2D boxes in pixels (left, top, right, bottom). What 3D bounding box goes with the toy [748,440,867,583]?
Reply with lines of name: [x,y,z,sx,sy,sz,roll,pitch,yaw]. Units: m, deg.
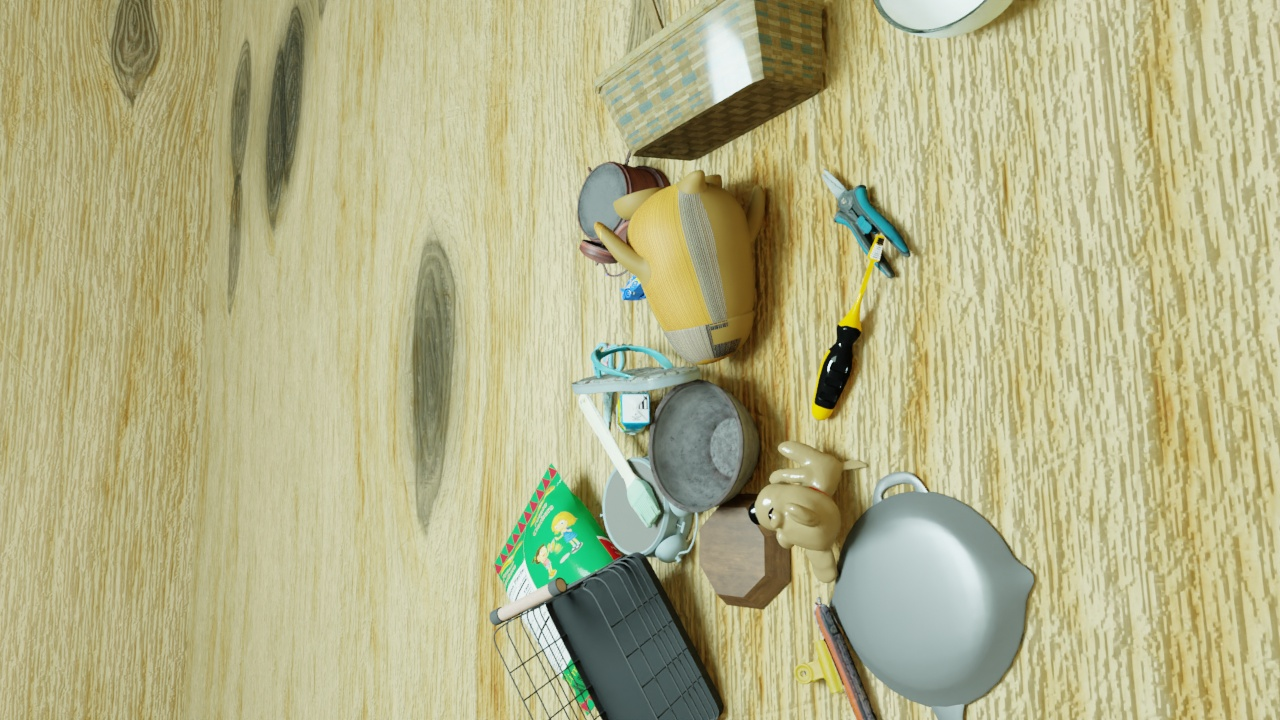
toy: [0.163,0.138,0.907,0.106,0.134,0.108,1,49,28]

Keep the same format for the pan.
pan: [0.264,0.277,0.828,0.217,0.024,0.354,-26,66,44]

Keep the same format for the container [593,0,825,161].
container: [0.072,-0.354,1.035,0.251,0.157,0.186,-19,82,46]

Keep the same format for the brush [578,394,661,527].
brush: [-0.030,0.114,1.124,0.033,0.012,0.217,-58,45,27]

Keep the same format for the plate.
plate: [0.108,0.209,1.010,0.132,0.025,0.131,-9,79,48]

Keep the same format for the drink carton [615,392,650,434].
drink carton: [-0.009,0.064,1.107,0.129,0.038,0.044,112,157,-81]

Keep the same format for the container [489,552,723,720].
container: [-0.040,0.349,1.018,0.163,0.130,0.241,-33,81,30]

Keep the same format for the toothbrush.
toothbrush: [0.209,-0.030,0.919,0.030,0.031,0.197,-72,-3,-74]

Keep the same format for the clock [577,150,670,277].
clock: [-0.023,-0.183,1.176,0.121,0.072,0.157,-14,74,47]

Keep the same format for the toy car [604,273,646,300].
toy car: [-0.008,-0.113,1.175,0.092,0.033,0.062,-43,62,36]

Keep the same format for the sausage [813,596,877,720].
sausage: [0.202,0.305,0.890,0.020,0.020,0.155,-38,63,39]

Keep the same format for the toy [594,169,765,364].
toy: [0.060,-0.097,1.029,0.163,0.198,0.203,179,76,-76]

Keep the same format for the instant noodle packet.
instant noodle packet: [-0.091,0.289,1.175,0.252,0.090,0.196,48,120,34]

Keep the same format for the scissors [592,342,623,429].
scissors: [-0.041,0.044,1.215,0.063,0.015,0.138,-7,86,44]

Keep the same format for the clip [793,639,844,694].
clip: [0.175,0.309,0.915,0.048,0.039,0.053,-32,63,33]

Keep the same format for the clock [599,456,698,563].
clock: [0.014,0.181,1.106,0.159,0.045,0.122,20,100,50]

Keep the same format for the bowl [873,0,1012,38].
bowl: [0.295,-0.367,0.841,0.154,0.072,0.153,-8,80,48]

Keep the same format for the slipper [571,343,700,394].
slipper: [-0.006,0.006,1.080,0.269,0.098,0.055,-4,97,65]

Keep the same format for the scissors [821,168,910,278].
scissors: [0.228,-0.147,0.925,0.138,0.019,0.129,5,95,54]

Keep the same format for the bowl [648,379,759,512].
bowl: [0.081,0.096,1.024,0.145,0.067,0.145,-9,78,48]
